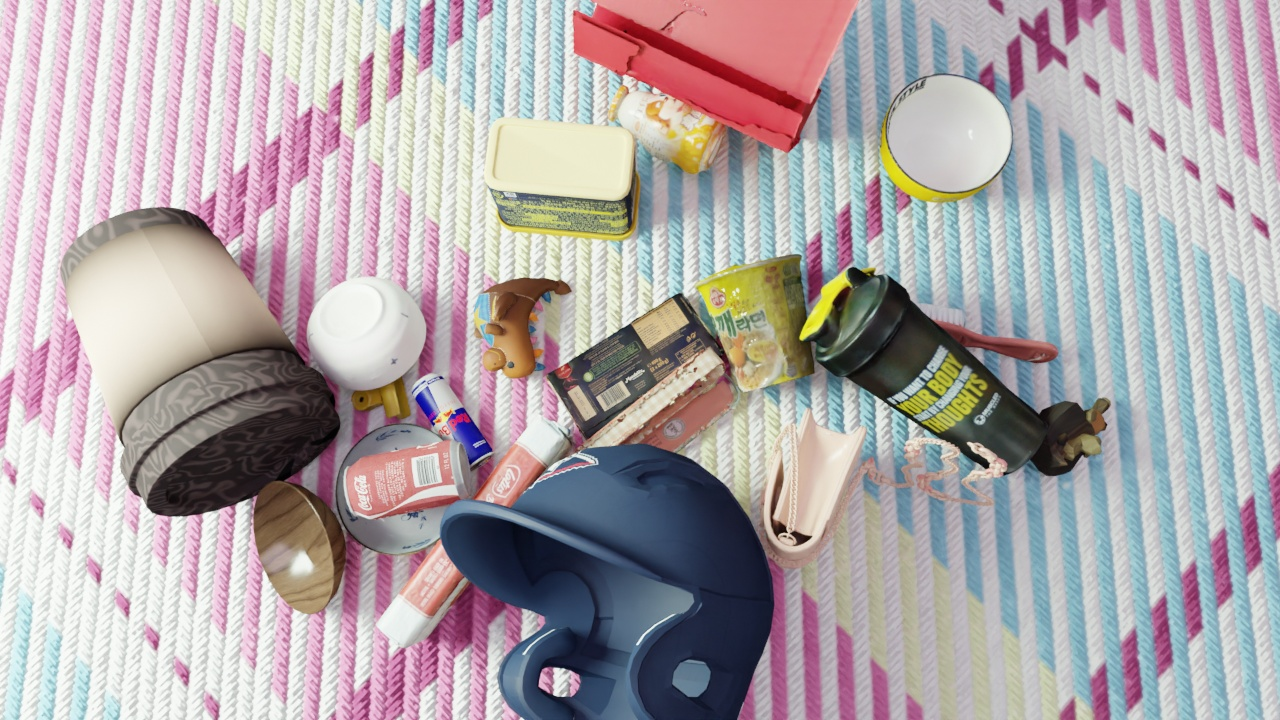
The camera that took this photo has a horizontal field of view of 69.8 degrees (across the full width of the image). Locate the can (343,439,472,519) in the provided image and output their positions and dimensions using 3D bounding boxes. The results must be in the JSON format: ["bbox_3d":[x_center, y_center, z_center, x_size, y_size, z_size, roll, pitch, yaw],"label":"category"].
[{"bbox_3d":[-0.194,0.101,0.771,0.096,0.054,0.054,-11,79,-2],"label":"can"}]

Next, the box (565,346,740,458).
[{"bbox_3d":[0.007,0.065,0.823,0.187,0.054,0.078,-39,115,-5],"label":"box"}]

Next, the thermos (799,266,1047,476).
[{"bbox_3d":[0.244,0.009,0.795,0.221,0.098,0.098,35,81,-8],"label":"thermos"}]

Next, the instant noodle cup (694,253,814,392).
[{"bbox_3d":[0.109,-0.032,0.825,0.102,0.102,0.108,-15,88,-2],"label":"instant noodle cup"}]

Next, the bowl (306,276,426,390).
[{"bbox_3d":[-0.252,-0.031,0.829,0.105,0.054,0.104,-5,59,8],"label":"bowl"}]

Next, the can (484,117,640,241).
[{"bbox_3d":[-0.069,-0.166,0.840,0.135,0.104,0.075,5,79,2],"label":"can"}]

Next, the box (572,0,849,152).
[{"bbox_3d":[0.048,-0.270,0.710,0.211,0.409,0.107,27,89,6],"label":"box"}]

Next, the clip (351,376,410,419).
[{"bbox_3d":[-0.241,0.031,0.845,0.048,0.045,0.054,-11,80,-27],"label":"clip"}]

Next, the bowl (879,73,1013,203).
[{"bbox_3d":[0.279,-0.200,0.861,0.117,0.068,0.117,0,80,0],"label":"bowl"}]

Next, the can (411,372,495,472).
[{"bbox_3d":[-0.172,0.056,0.837,0.032,0.032,0.095,-35,81,-6],"label":"can"}]

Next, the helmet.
[{"bbox_3d":[-0.024,0.166,0.712,0.272,0.233,0.222,29,59,-22],"label":"helmet"}]

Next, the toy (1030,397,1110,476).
[{"bbox_3d":[0.390,0.062,0.820,0.100,0.062,0.076,-27,124,-23],"label":"toy"}]

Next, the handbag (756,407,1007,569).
[{"bbox_3d":[0.188,0.126,0.734,0.187,0.199,0.116,17,76,14],"label":"handbag"}]

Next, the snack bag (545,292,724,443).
[{"bbox_3d":[-0.005,0.005,0.852,0.155,0.018,0.074,-32,83,-5],"label":"snack bag"}]

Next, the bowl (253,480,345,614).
[{"bbox_3d":[-0.290,0.158,0.801,0.119,0.032,0.119,10,106,36],"label":"bowl"}]

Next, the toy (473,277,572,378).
[{"bbox_3d":[-0.105,-0.032,0.853,0.102,0.071,0.090,-16,92,-25],"label":"toy"}]

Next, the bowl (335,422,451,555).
[{"bbox_3d":[-0.210,0.116,0.820,0.114,0.045,0.114,0,79,0],"label":"bowl"}]

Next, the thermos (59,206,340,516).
[{"bbox_3d":[-0.386,-0.005,0.790,0.172,0.173,0.226,-33,75,-5],"label":"thermos"}]

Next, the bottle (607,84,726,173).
[{"bbox_3d":[0.024,-0.223,0.871,0.109,0.063,0.063,25,81,6],"label":"bottle"}]

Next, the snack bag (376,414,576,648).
[{"bbox_3d":[-0.138,0.146,0.797,0.041,0.077,0.225,35,82,7],"label":"snack bag"}]

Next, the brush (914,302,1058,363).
[{"bbox_3d":[0.298,-0.028,0.847,0.172,0.041,0.030,10,62,2],"label":"brush"}]
